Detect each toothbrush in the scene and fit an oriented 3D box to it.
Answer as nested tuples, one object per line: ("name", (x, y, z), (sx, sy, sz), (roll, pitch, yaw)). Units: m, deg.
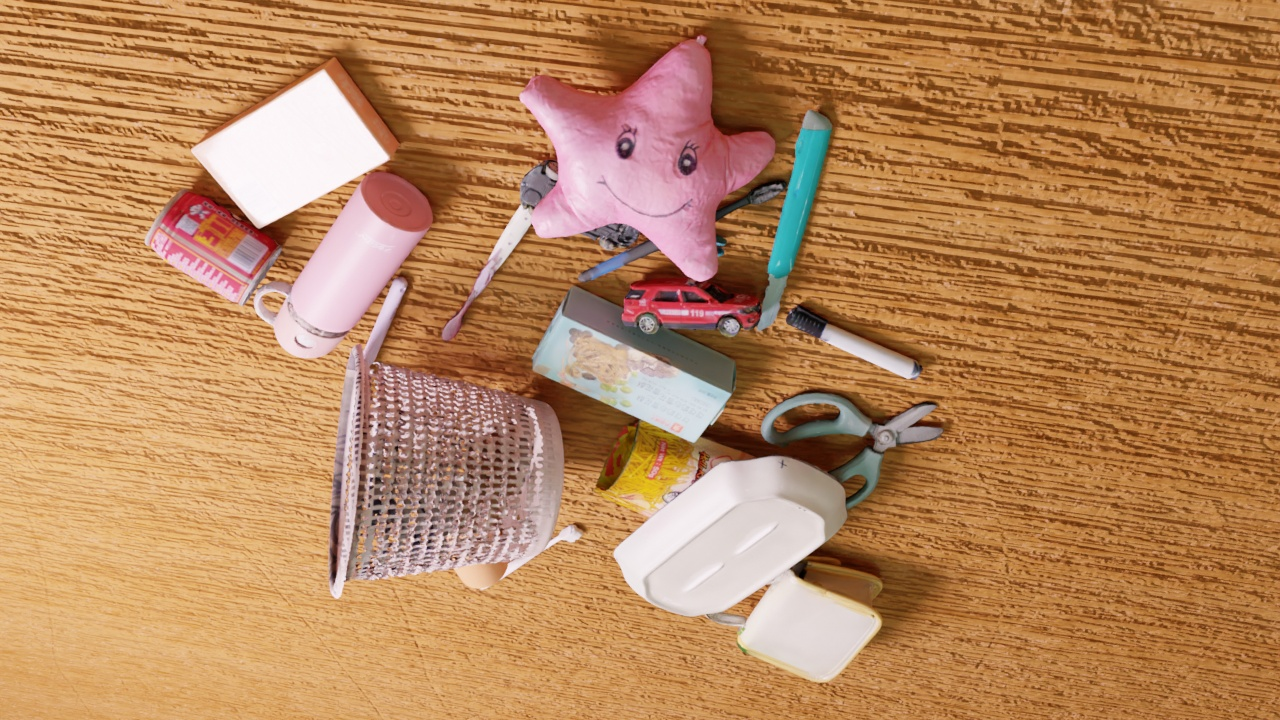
("toothbrush", (-0.259, -0.011, 0.893), (0.021, 0.029, 0.190), (48, 130, 19))
("toothbrush", (-0.132, 0.234, 1.079), (0.016, 0.016, 0.181), (37, 126, -27))
("toothbrush", (-0.133, -0.081, 0.816), (0.016, 0.017, 0.188), (32, 126, -12))
("toothbrush", (0.031, -0.103, 0.748), (0.190, 0.016, 0.014), (-23, 108, 15))

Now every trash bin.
("trash bin", (-0.182, 0.106, 0.858), (0.192, 0.227, 0.228), (6, 133, -21))

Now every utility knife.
("utility knife", (0.120, -0.107, 0.745), (0.029, 0.013, 0.210), (-7, 132, -18))

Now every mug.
("mug", (-0.191, 0.197, 1.022), (0.078, 0.078, 0.123), (-1, 134, 11))

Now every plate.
("plate", (0.088, 0.187, 0.914), (0.162, 0.034, 0.267), (28, 128, -24))

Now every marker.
("marker", (0.190, -0.016, 0.809), (0.130, 0.018, 0.023), (22, 121, -8))

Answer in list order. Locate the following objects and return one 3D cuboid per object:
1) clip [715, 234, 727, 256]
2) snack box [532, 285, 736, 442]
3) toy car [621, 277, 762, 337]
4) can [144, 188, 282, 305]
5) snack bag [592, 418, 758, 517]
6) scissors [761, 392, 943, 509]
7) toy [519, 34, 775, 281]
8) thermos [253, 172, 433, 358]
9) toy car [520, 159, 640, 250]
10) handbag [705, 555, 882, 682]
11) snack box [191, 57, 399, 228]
("clip", (0.044, -0.099, 0.768), (0.057, 0.014, 0.048), (10, 128, 3))
("snack box", (-0.005, 0.005, 0.839), (0.175, 0.051, 0.074), (25, 129, -10))
("toy car", (0.044, -0.047, 0.786), (0.120, 0.052, 0.045), (4, 108, 12))
("can", (-0.375, -0.100, 0.808), (0.093, 0.066, 0.067), (34, 127, -18))
("snack bag", (0.066, 0.133, 0.928), (0.207, 0.073, 0.129), (25, 117, -16))
("scissors", (0.206, 0.094, 0.882), (0.177, 0.019, 0.169), (-2, 114, 5))
("toy", (0.002, -0.158, 0.684), (0.194, 0.074, 0.179), (17, 113, -14))
("thermos", (-0.267, -0.081, 0.804), (0.087, 0.067, 0.199), (32, 129, -24))
("toy car", (-0.047, -0.128, 0.748), (0.105, 0.031, 0.049), (21, 127, -13))
("handbag", (0.164, 0.276, 1.030), (0.179, 0.063, 0.164), (20, 131, -2))
("snack box", (-0.285, -0.175, 0.755), (0.158, 0.026, 0.084), (-20, 122, 24))
